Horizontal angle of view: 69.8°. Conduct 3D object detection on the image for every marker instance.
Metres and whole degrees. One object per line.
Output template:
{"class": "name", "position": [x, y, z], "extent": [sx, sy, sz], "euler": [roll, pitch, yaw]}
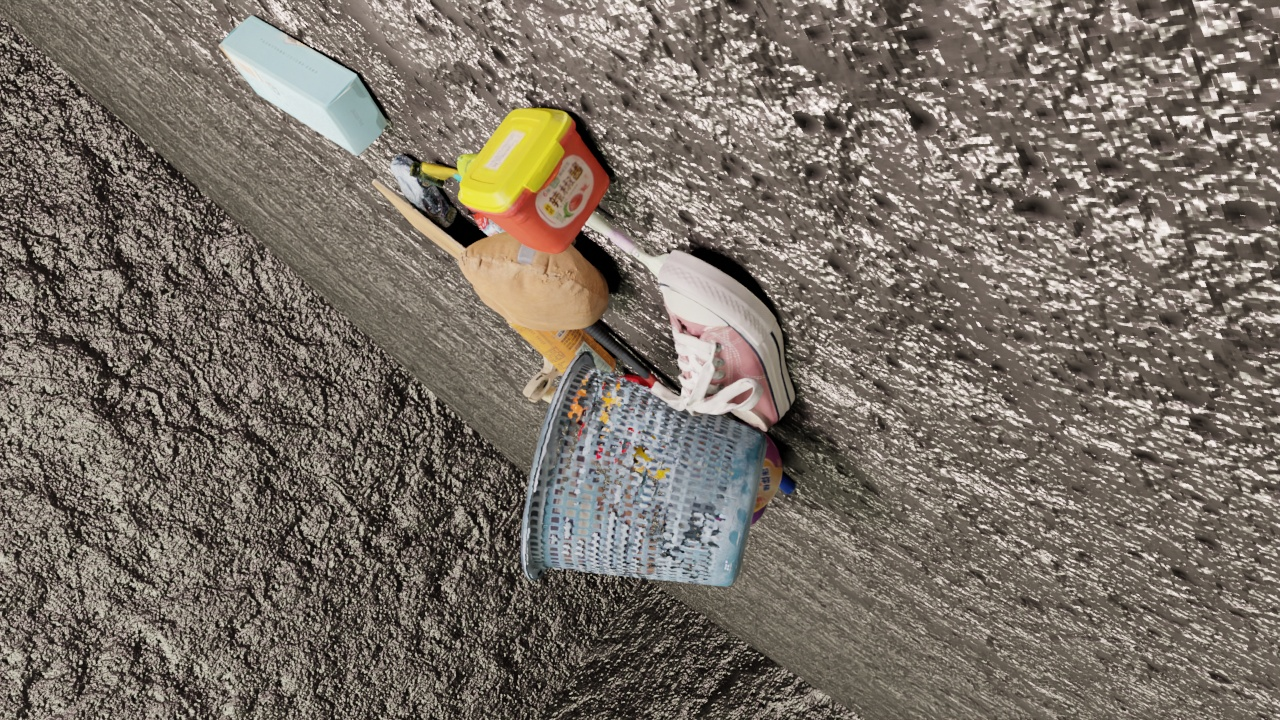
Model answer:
{"class": "marker", "position": [0.125, 0.105, 1.063], "extent": [0.146, 0.016, 0.017], "euler": [42, 165, -14]}

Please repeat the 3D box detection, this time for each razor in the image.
{"class": "razor", "position": [-0.178, -0.173, 0.917], "extent": [0.132, 0.028, 0.043], "euler": [31, -173, 38]}

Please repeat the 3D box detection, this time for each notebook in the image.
{"class": "notebook", "position": [-0.241, -0.147, 1.121], "extent": [0.148, 0.008, 0.208], "euler": [37, 175, 3]}

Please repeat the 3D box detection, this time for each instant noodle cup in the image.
{"class": "instant noodle cup", "position": [0.007, 0.092, 1.140], "extent": [0.123, 0.116, 0.116], "euler": [32, 169, -25]}
{"class": "instant noodle cup", "position": [0.099, 0.134, 1.016], "extent": [0.111, 0.111, 0.099], "euler": [33, 162, 21]}

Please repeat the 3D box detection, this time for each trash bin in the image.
{"class": "trash bin", "position": [0.013, 0.120, 0.881], "extent": [0.195, 0.226, 0.227], "euler": [12, 161, 7]}

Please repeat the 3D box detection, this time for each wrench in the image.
{"class": "wrench", "position": [-0.006, 0.006, 1.054], "extent": [0.273, 0.016, 0.056], "euler": [42, -173, -6]}

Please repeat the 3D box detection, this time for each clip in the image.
{"class": "clip", "position": [-0.103, 0.011, 1.194], "extent": [0.095, 0.102, 0.035], "euler": [17, -177, -44]}

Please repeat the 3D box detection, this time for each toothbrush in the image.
{"class": "toothbrush", "position": [-0.047, -0.126, 0.772], "extent": [0.189, 0.020, 0.029], "euler": [36, 135, 11]}

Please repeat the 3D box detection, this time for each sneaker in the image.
{"class": "sneaker", "position": [0.064, 0.005, 0.765], "extent": [0.118, 0.087, 0.241], "euler": [29, 164, 34]}

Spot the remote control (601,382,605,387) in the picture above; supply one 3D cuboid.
{"class": "remote control", "position": [-0.049, 0.046, 1.277], "extent": [0.058, 0.021, 0.150], "euler": [29, 159, 30]}

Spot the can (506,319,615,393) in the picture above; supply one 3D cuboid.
{"class": "can", "position": [-0.097, -0.026, 1.113], "extent": [0.146, 0.058, 0.058], "euler": [45, 164, -23]}

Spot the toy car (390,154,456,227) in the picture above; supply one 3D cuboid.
{"class": "toy car", "position": [-0.246, -0.188, 1.030], "extent": [0.049, 0.031, 0.106], "euler": [29, 162, 28]}

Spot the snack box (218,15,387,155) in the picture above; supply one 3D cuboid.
{"class": "snack box", "position": [-0.344, -0.282, 0.939], "extent": [0.175, 0.051, 0.074], "euler": [33, 166, 23]}

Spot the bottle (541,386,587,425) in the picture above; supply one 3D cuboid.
{"class": "bottle", "position": [-0.060, 0.066, 1.214], "extent": [0.149, 0.066, 0.067], "euler": [20, 168, -10]}

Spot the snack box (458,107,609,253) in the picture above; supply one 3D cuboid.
{"class": "snack box", "position": [-0.077, -0.133, 0.688], "extent": [0.082, 0.091, 0.080], "euler": [23, 166, 46]}

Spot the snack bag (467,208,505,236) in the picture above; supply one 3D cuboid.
{"class": "snack bag", "position": [-0.137, -0.128, 0.961], "extent": [0.105, 0.026, 0.045], "euler": [42, 158, -24]}

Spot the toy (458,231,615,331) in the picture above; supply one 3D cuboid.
{"class": "toy", "position": [-0.098, -0.069, 0.918], "extent": [0.143, 0.082, 0.226], "euler": [18, 172, 1]}

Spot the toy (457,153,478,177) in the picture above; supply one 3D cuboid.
{"class": "toy", "position": [-0.123, -0.155, 0.838], "extent": [0.100, 0.031, 0.097], "euler": [43, 161, -32]}
